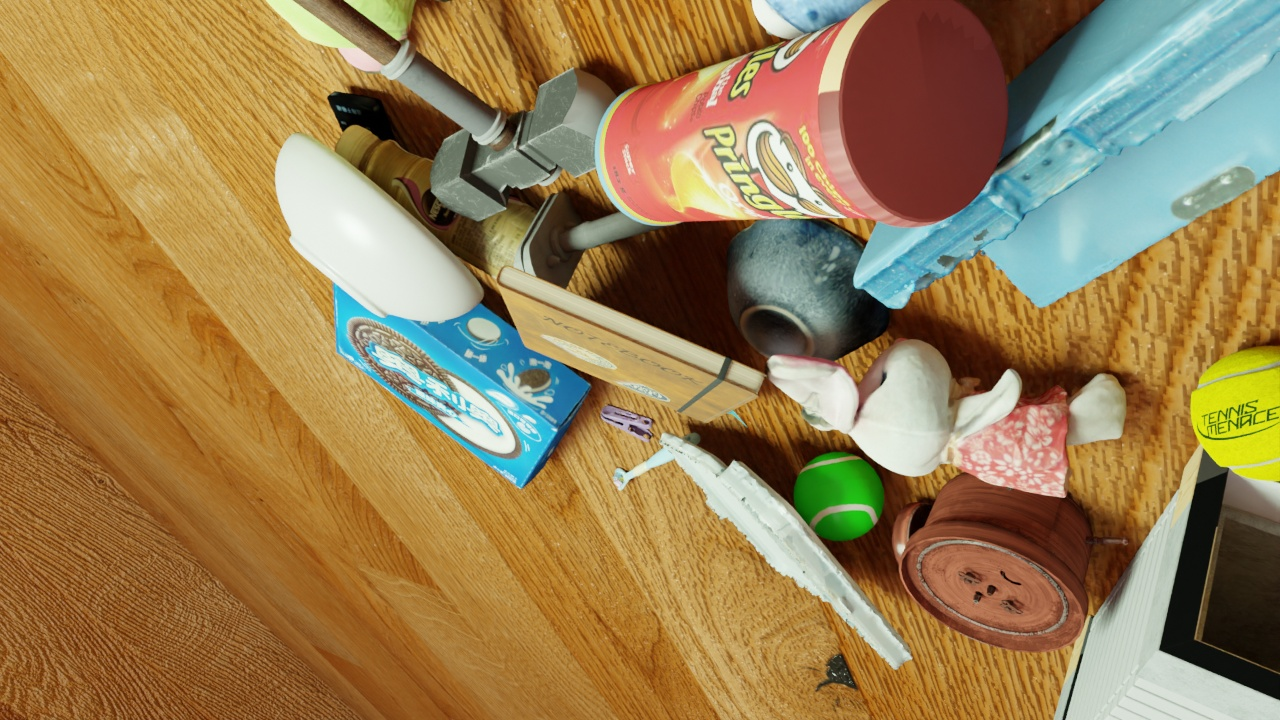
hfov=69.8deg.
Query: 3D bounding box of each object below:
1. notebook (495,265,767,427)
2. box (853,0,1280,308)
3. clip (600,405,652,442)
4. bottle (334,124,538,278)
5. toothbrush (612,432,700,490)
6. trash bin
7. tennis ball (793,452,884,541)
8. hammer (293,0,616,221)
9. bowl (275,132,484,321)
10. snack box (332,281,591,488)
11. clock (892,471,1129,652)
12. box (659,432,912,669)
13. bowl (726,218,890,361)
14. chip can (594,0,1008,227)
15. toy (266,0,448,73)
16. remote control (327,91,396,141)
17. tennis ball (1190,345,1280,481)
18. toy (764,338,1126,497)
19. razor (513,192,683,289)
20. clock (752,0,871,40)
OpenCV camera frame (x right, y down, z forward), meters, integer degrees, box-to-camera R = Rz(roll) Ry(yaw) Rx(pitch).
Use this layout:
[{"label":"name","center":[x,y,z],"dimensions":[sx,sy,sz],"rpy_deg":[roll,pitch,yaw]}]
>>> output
[{"label":"notebook","center":[-0.005,0.002,0.635],"dimensions":[0.178,0.014,0.249],"rpy_deg":[23,172,0]},{"label":"box","center":[0.209,-0.082,0.386],"dimensions":[0.111,0.094,0.232],"rpy_deg":[36,146,-6]},{"label":"clip","center":[-0.009,0.052,0.809],"dimensions":[0.051,0.014,0.043],"rpy_deg":[37,147,-4]},{"label":"bottle","center":[-0.146,-0.117,0.673],"dimensions":[0.166,0.059,0.060],"rpy_deg":[31,146,1]},{"label":"toothbrush","center":[0.013,0.090,0.831],"dimensions":[0.016,0.022,0.155],"rpy_deg":[2,159,-28]},{"label":"trash bin","center":[0.351,0.197,0.541],"dimensions":[0.142,0.142,0.247],"rpy_deg":[21,143,22]},{"label":"tennis ball","center":[0.146,0.100,0.678],"dimensions":[0.065,0.065,0.065],"rpy_deg":[24,144,18]},{"label":"hammer","center":[-0.163,-0.187,0.498],"dimensions":[0.156,0.043,0.322],"rpy_deg":[-14,148,39]},{"label":"bowl","center":[-0.202,-0.082,0.674],"dimensions":[0.176,0.066,0.177],"rpy_deg":[39,172,6]},{"label":"snack box","center":[-0.172,0.006,0.844],"dimensions":[0.239,0.056,0.196],"rpy_deg":[37,153,1]},{"label":"clock","center":[0.240,0.139,0.635],"dimensions":[0.120,0.072,0.158],"rpy_deg":[35,146,3]},{"label":"box","center":[0.114,0.146,0.733],"dimensions":[0.209,0.045,0.191],"rpy_deg":[49,170,-26]},{"label":"bowl","center":[0.095,-0.033,0.573],"dimensions":[0.110,0.055,0.110],"rpy_deg":[24,145,18]},{"label":"chip can","center":[0.059,-0.106,0.433],"dimensions":[0.087,0.087,0.214],"rpy_deg":[53,163,-23]},{"label":"toy","center":[-0.201,-0.264,0.525],"dimensions":[0.150,0.107,0.197],"rpy_deg":[-15,114,46]},{"label":"remote control","center":[-0.199,-0.147,0.731],"dimensions":[0.047,0.022,0.150],"rpy_deg":[18,144,25]},{"label":"tennis ball","center":[0.306,0.026,0.445],"dimensions":[0.065,0.065,0.065],"rpy_deg":[24,144,18]},{"label":"toy","center":[0.177,0.030,0.543],"dimensions":[0.194,0.084,0.159],"rpy_deg":[4,169,26]},{"label":"razor","center":[-0.019,-0.088,0.608],"dimensions":[0.116,0.088,0.047],"rpy_deg":[-13,125,26]},{"label":"clock","center":[0.092,-0.178,0.404],"dimensions":[0.089,0.051,0.126],"rpy_deg":[24,144,18]}]
